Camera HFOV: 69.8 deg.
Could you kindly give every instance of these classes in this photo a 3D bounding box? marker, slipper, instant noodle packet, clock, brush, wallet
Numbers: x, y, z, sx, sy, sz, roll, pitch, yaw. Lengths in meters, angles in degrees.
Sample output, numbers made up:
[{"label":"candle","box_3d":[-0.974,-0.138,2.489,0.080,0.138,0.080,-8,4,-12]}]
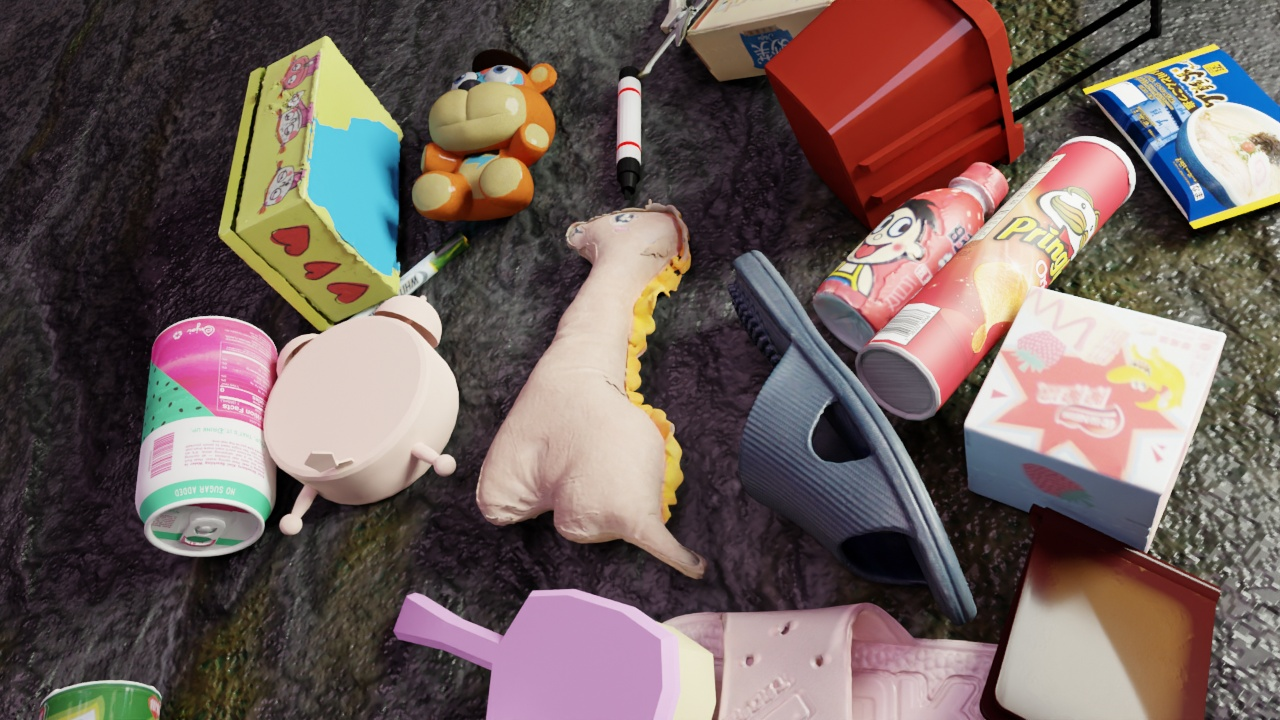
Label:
[{"label":"marker","box_3d":[-0.009,-0.184,0.744,0.019,0.019,0.145,-10,55,15]},{"label":"marker","box_3d":[-0.196,-0.053,0.735,0.146,0.017,0.017,-41,53,-7]},{"label":"slipper","box_3d":[0.104,0.167,0.440,0.240,0.064,0.094,-1,58,19]},{"label":"instant noodle packet","box_3d":[0.350,-0.142,0.570,0.087,0.026,0.134,-18,54,6]},{"label":"clock","box_3d":[-0.202,0.027,0.648,0.131,0.086,0.160,-21,47,7]},{"label":"brush","box_3d":[-0.058,0.168,0.505,0.229,0.043,0.089,2,67,45]},{"label":"wallet","box_3d":[0.213,0.131,0.423,0.091,0.018,0.115,25,54,14]},{"label":"slipper","box_3d":[0.092,0.044,0.513,0.082,0.101,0.263,-32,46,8]}]

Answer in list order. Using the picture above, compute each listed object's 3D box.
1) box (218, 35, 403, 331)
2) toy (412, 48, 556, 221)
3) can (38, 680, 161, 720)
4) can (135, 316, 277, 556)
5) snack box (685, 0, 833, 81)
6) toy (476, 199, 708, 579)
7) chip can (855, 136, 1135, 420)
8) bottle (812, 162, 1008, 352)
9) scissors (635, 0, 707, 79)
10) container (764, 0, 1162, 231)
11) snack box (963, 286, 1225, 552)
[{"label":"box","box_3d":[-0.259,-0.146,0.745,0.083,0.124,0.220,-21,51,13]},{"label":"toy","box_3d":[-0.122,-0.184,0.752,0.112,0.096,0.175,-8,44,17]},{"label":"can","box_3d":[-0.328,0.260,0.548,0.067,0.067,0.120,-22,53,7]},{"label":"can","box_3d":[-0.311,0.051,0.666,0.088,0.088,0.165,-22,53,7]},{"label":"snack box","box_3d":[0.152,-0.311,0.712,0.153,0.055,0.207,14,63,52]},{"label":"toy","box_3d":[-0.004,0.004,0.600,0.196,0.065,0.263,16,59,20]},{"label":"chip can","box_3d":[0.205,-0.051,0.520,0.052,0.052,0.214,31,59,34]},{"label":"bottle","box_3d":[0.173,-0.068,0.569,0.137,0.062,0.062,-46,54,-11]},{"label":"scissors","box_3d":[0.045,-0.300,0.756,0.196,0.015,0.179,-48,23,-1]},{"label":"container","box_3d":[0.199,-0.192,0.587,0.201,0.148,0.127,-36,53,8]},{"label":"snack box","box_3d":[0.229,0.029,0.470,0.093,0.079,0.094,21,68,32]}]
